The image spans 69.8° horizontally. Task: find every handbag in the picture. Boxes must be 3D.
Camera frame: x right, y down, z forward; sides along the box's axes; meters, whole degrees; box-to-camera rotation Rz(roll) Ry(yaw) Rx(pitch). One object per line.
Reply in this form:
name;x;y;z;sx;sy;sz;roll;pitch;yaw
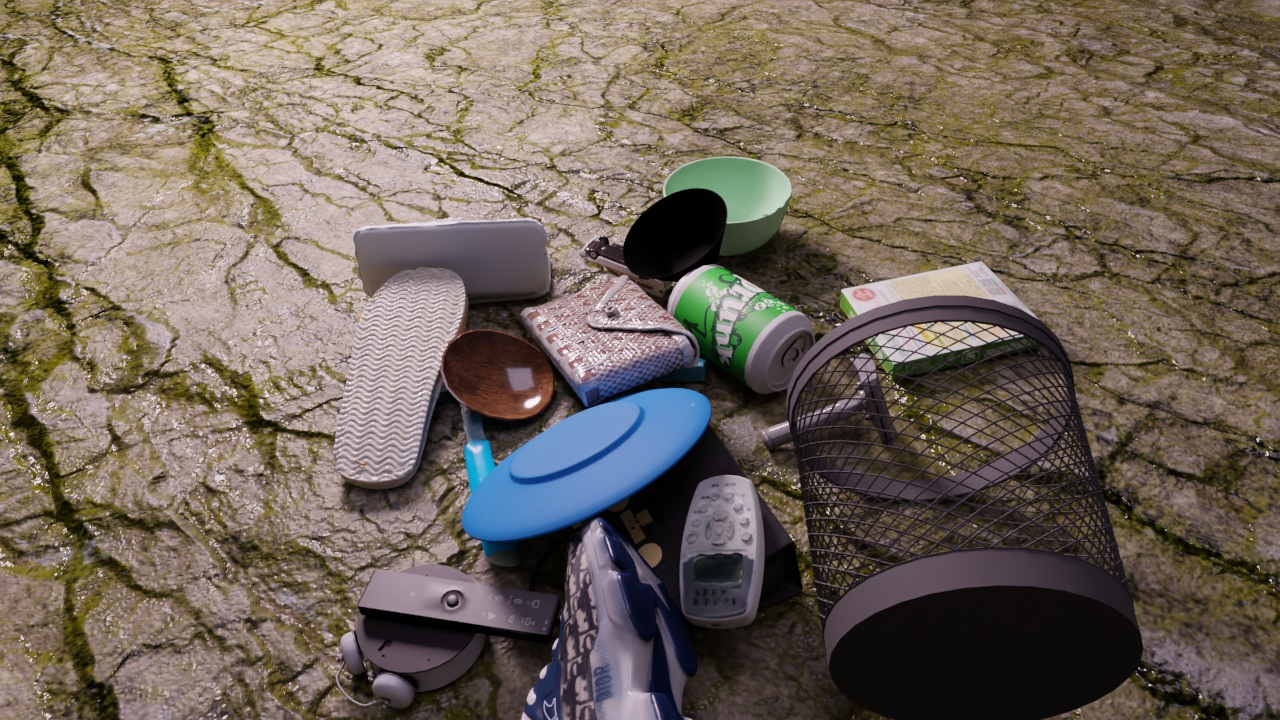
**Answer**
handbag;-0.001;0.149;0.750;0.195;0.072;0.175;-26;45;-8
handbag;-0.035;-0.030;0.911;0.124;0.047;0.186;-23;33;-15

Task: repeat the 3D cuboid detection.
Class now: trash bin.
trash bin;0.220;0.110;0.654;0.218;0.218;0.226;0;45;5

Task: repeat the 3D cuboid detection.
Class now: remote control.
remote control;0.061;0.138;0.672;0.060;0.028;0.114;-5;55;21
remote control;-0.136;0.183;0.688;0.150;0.013;0.034;6;42;10

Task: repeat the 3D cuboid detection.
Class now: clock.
clock;-0.173;0.211;0.698;0.094;0.035;0.122;28;51;31

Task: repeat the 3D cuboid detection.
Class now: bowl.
bowl;-0.143;0.019;0.906;0.114;0.026;0.101;18;51;-14
bowl;0.047;-0.122;0.991;0.124;0.052;0.123;-19;47;21
bowl;0.102;-0.174;1.086;0.151;0.077;0.150;-2;41;2

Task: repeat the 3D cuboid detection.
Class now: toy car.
toy car;-0.013;-0.105;1.044;0.113;0.039;0.039;22;47;20

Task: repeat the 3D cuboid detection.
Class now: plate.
plate;-0.050;0.072;0.753;0.224;0.024;0.224;-23;16;7

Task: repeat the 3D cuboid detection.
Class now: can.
can;0.099;-0.033;0.916;0.087;0.088;0.140;-31;48;-28

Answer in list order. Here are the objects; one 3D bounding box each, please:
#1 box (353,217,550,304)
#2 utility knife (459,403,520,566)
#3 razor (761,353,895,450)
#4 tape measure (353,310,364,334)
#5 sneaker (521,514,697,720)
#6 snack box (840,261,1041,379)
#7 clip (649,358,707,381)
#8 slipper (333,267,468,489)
box;-0.205;-0.124;1.038;0.210;0.129;0.105;-2;40;-6
utility knife;-0.142;0.102;0.836;0.031;0.015;0.220;-10;44;-12
razor;0.166;0.053;0.837;0.116;0.088;0.047;-22;41;8
tape measure;-0.274;-0.036;0.992;0.068;0.030;0.058;-4;41;-9
sneaker;-0.033;0.221;0.598;0.132;0.103;0.269;-33;36;10
snack box;0.313;-0.045;0.959;0.168;0.027;0.131;-12;41;-8
clip;-0.008;0.008;0.926;0.120;0.033;0.122;-30;46;-32
slipper;-0.231;0.016;0.914;0.115;0.052;0.262;5;53;1
